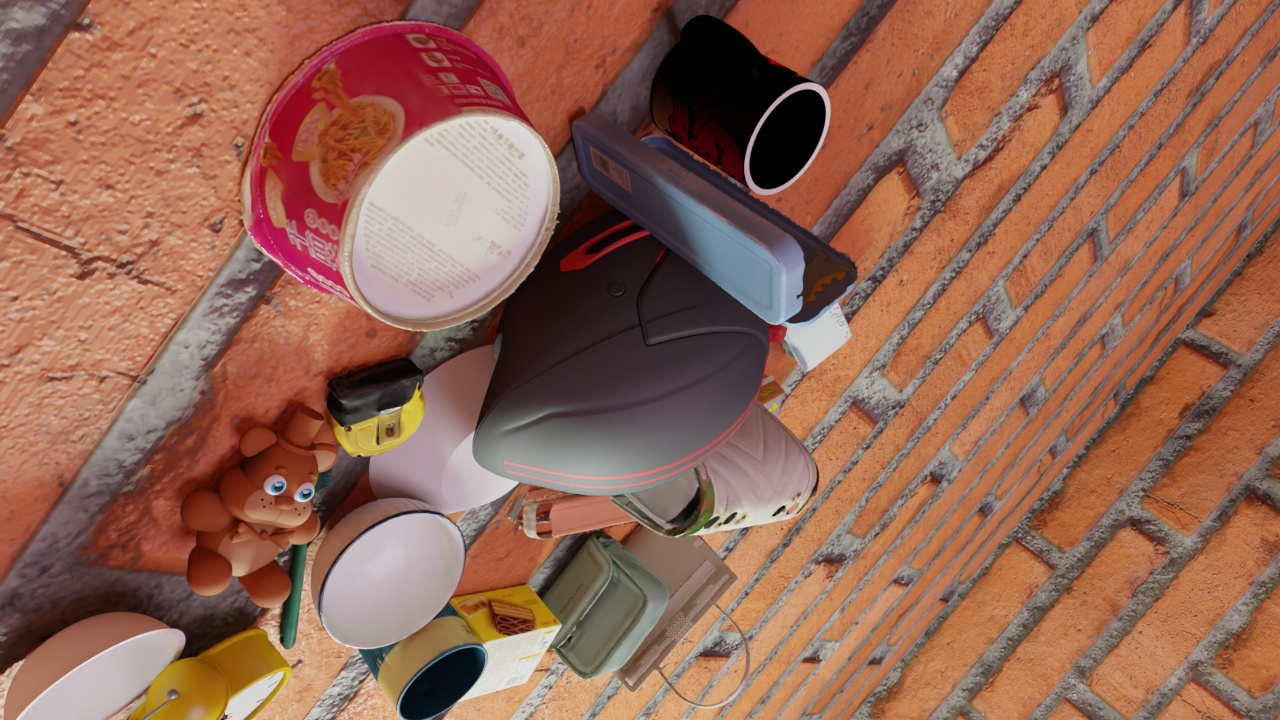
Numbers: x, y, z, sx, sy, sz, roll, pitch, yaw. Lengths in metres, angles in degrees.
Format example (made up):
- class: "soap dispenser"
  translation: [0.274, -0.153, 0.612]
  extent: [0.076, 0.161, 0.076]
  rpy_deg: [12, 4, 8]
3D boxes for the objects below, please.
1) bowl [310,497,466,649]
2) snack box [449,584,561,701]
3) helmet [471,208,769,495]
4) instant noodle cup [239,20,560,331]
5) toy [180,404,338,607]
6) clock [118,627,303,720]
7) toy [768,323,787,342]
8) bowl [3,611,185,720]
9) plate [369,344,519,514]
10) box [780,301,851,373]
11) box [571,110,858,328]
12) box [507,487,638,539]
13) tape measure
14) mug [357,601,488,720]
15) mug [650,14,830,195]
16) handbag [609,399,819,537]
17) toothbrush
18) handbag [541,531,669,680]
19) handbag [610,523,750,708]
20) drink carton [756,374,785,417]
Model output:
- class: "bowl"
  translation: [-0.199, 0.151, 0.697]
  extent: [0.117, 0.062, 0.118]
  rpy_deg: [-23, 128, -34]
- class: "snack box"
  translation: [-0.146, 0.274, 0.893]
  extent: [0.105, 0.061, 0.084]
  rpy_deg: [6, 120, -52]
- class: "helmet"
  translation: [-0.004, 0.004, 0.665]
  extent: [0.264, 0.170, 0.164]
  rpy_deg: [-29, 153, -20]
- class: "instant noodle cup"
  translation: [-0.123, -0.094, 0.529]
  extent: [0.178, 0.078, 0.179]
  rpy_deg: [-30, 143, -26]
- class: "toy"
  translation: [-0.241, 0.092, 0.598]
  extent: [0.095, 0.065, 0.128]
  rpy_deg: [24, 99, -47]
- class: "clock"
  translation: [-0.313, 0.247, 0.649]
  extent: [0.113, 0.052, 0.152]
  rpy_deg: [-47, 168, 7]
- class: "toy"
  translation: [0.107, -0.066, 0.802]
  extent: [0.132, 0.088, 0.094]
  rpy_deg: [12, 102, -32]
- class: "bowl"
  translation: [-0.353, 0.194, 0.582]
  extent: [0.109, 0.040, 0.110]
  rpy_deg: [-41, 164, -14]
- class: "plate"
  translation: [-0.126, 0.069, 0.729]
  extent: [0.173, 0.036, 0.174]
  rpy_deg: [-30, 143, -26]
- class: "box"
  translation: [0.157, -0.055, 0.929]
  extent: [0.083, 0.066, 0.199]
  rpy_deg: [-26, 149, 10]
- class: "box"
  translation: [0.042, -0.105, 0.587]
  extent: [0.077, 0.209, 0.074]
  rpy_deg: [-37, 145, -17]
- class: "box"
  translation: [-0.049, 0.134, 0.898]
  extent: [0.188, 0.062, 0.058]
  rpy_deg: [0, 98, -47]
- class: "tape measure"
  translation: [-0.180, 0.035, 0.631]
  extent: [0.065, 0.037, 0.064]
  rpy_deg: [-18, 135, -38]
- class: "mug"
  translation: [-0.192, 0.241, 0.765]
  extent: [0.083, 0.107, 0.114]
  rpy_deg: [-21, 138, -38]
- class: "mug"
  translation: [0.064, -0.184, 0.631]
  extent: [0.081, 0.098, 0.118]
  rpy_deg: [-43, 147, -8]
- class: "handbag"
  translation: [0.060, 0.094, 0.830]
  extent: [0.198, 0.142, 0.096]
  rpy_deg: [6, 123, -51]
- class: "toothbrush"
  translation: [-0.251, 0.147, 0.685]
  extent: [0.017, 0.016, 0.190]
  rpy_deg: [-16, 135, -46]
- class: "handbag"
  translation: [-0.045, 0.257, 0.953]
  extent: [0.122, 0.106, 0.067]
  rpy_deg: [-54, 158, 8]
- class: "handbag"
  translation: [0.036, 0.283, 0.987]
  extent: [0.175, 0.198, 0.062]
  rpy_deg: [-47, 147, -2]
- class: "drink carton"
  translation: [0.107, 0.075, 0.994]
  extent: [0.076, 0.048, 0.125]
  rpy_deg: [-25, 141, -31]
